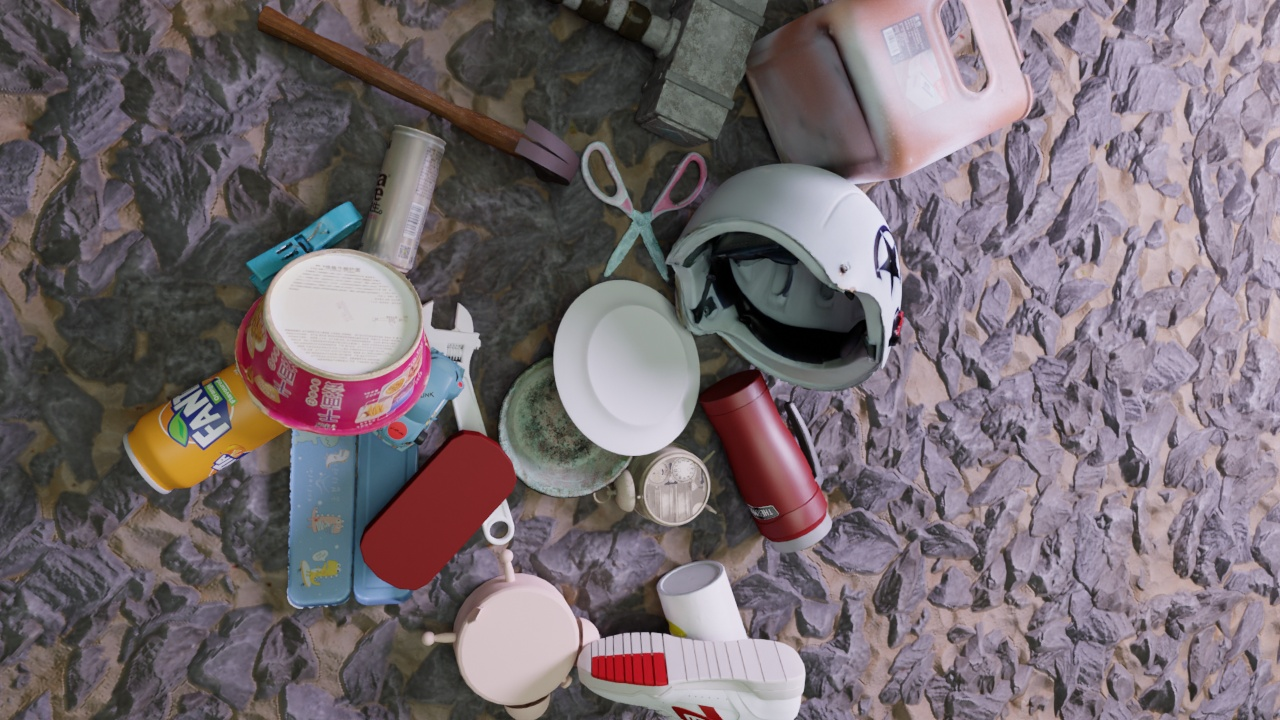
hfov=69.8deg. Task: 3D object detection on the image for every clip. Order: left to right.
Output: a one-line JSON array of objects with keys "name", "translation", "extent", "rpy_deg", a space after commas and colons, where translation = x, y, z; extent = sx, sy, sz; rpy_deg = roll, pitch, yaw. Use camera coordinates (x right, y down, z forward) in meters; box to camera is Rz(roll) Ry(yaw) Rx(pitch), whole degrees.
[{"name": "clip", "translation": [-0.324, -0.108, 0.888], "extent": [0.120, 0.104, 0.027], "rpy_deg": [-40, 101, -17]}]

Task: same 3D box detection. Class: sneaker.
[{"name": "sneaker", "translation": [0.051, 0.357, 0.971], "extent": [0.236, 0.090, 0.104], "rpy_deg": [2, 107, -3]}]

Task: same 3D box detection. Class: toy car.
[{"name": "toy car", "translation": [-0.223, 0.041, 0.921], "extent": [0.060, 0.027, 0.107], "rpy_deg": [37, 85, -16]}]

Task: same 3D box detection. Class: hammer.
[{"name": "hammer", "translation": [-0.209, -0.253, 0.886], "extent": [0.323, 0.115, 0.033], "rpy_deg": [25, 89, -11]}, {"name": "hammer", "translation": [-0.039, -0.356, 0.926], "extent": [0.326, 0.079, 0.177], "rpy_deg": [20, 90, -19]}]

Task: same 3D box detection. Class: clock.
[{"name": "clock", "translation": [-0.129, 0.302, 0.979], "extent": [0.131, 0.086, 0.160], "rpy_deg": [-46, 113, -8]}, {"name": "clock", "translation": [0.017, 0.141, 1.017], "extent": [0.140, 0.055, 0.093], "rpy_deg": [-4, 98, -19]}]

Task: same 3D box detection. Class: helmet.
[{"name": "helmet", "translation": [0.165, -0.094, 0.956], "extent": [0.163, 0.237, 0.264], "rpy_deg": [-60, 139, -24]}]

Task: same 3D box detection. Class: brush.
[{"name": "brush", "translation": [-0.204, 0.148, 0.929], "extent": [0.082, 0.042, 0.173], "rpy_deg": [44, 85, -16]}]

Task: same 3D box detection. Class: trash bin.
[{"name": "trash bin", "translation": [0.231, -0.283, 0.930], "extent": [0.157, 0.260, 0.181], "rpy_deg": [-28, 104, -9]}]

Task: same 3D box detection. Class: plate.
[{"name": "plate", "translation": [-0.006, 0.006, 0.975], "extent": [0.188, 0.016, 0.188], "rpy_deg": [6, 79, -34]}]

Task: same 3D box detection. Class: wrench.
[{"name": "wrench", "translation": [-0.179, 0.068, 0.966], "extent": [0.066, 0.018, 0.273], "rpy_deg": [-16, 102, -15]}]

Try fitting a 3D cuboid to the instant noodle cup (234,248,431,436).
[{"name": "instant noodle cup", "translation": [-0.275, -0.027, 0.844], "extent": [0.178, 0.078, 0.178], "rpy_deg": [12, 55, -19]}]

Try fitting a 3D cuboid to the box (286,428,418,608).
[{"name": "box", "translation": [-0.293, 0.149, 0.940], "extent": [0.125, 0.021, 0.209], "rpy_deg": [2, 95, -16]}]

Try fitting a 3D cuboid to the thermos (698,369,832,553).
[{"name": "thermos", "translation": [0.151, 0.109, 1.044], "extent": [0.107, 0.084, 0.198], "rpy_deg": [-33, 104, -29]}]

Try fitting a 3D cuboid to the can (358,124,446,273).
[{"name": "can", "translation": [-0.235, -0.157, 0.901], "extent": [0.054, 0.054, 0.135], "rpy_deg": [15, 92, -19]}]

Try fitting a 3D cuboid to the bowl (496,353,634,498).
[{"name": "bowl", "translation": [-0.078, 0.067, 0.985], "extent": [0.157, 0.038, 0.157], "rpy_deg": [-2, 97, -17]}]

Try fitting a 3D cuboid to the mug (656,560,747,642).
[{"name": "mug", "translation": [0.071, 0.292, 1.038], "extent": [0.082, 0.082, 0.106], "rpy_deg": [-20, 101, -15]}]

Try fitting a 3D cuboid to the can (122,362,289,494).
[{"name": "can", "translation": [-0.398, 0.058, 0.862], "extent": [0.142, 0.079, 0.079], "rpy_deg": [-32, 105, -12]}]

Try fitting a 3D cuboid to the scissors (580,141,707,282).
[{"name": "scissors", "translation": [-0.006, -0.171, 0.995], "extent": [0.173, 0.014, 0.170], "rpy_deg": [35, 89, -20]}]
